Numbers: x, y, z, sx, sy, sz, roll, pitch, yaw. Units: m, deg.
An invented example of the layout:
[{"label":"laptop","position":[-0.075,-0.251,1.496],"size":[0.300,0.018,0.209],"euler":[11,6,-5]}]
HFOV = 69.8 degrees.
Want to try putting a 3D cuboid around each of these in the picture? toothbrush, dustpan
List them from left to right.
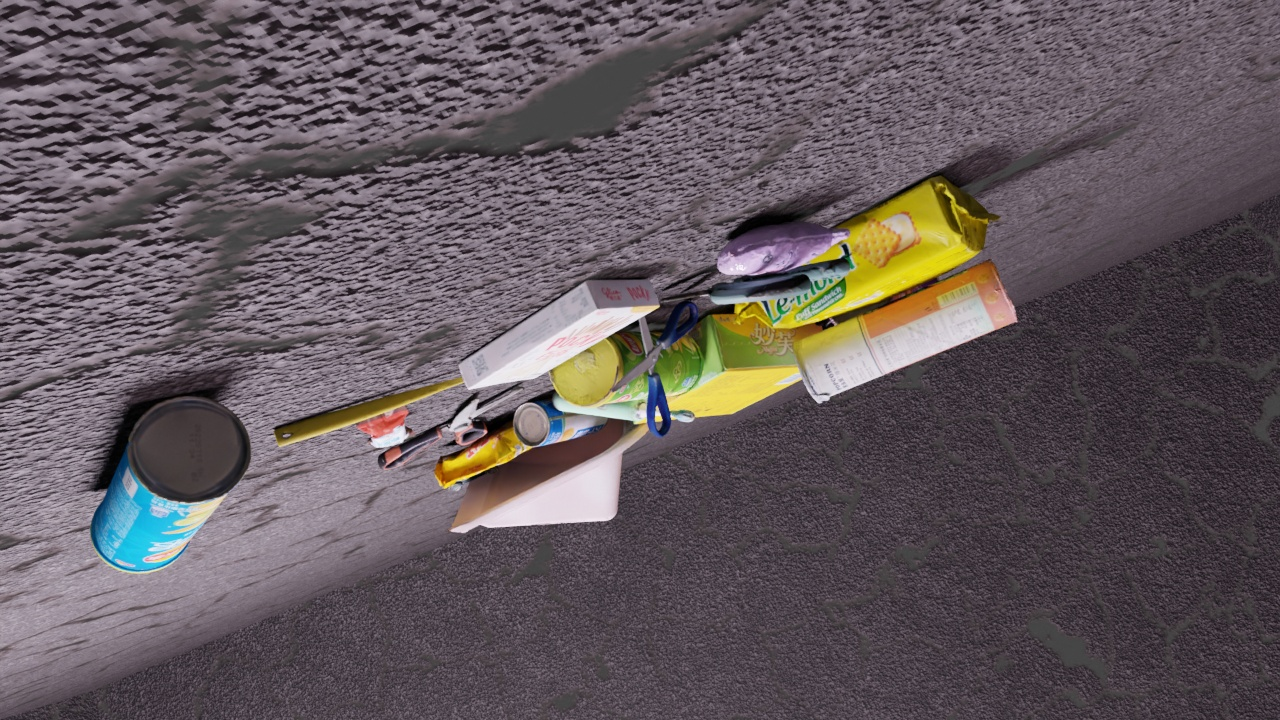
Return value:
[{"label":"toothbrush","position":[-0.209,0.036,0.772],"size":[0.189,0.015,0.017],"euler":[-19,176,-23]},{"label":"dustpan","position":[-0.110,0.115,1.216],"size":[0.273,0.139,0.222],"euler":[0,-162,-3]},{"label":"toothbrush","position":[-0.021,0.051,0.989],"size":[0.027,0.026,0.225],"euler":[17,172,-40]}]

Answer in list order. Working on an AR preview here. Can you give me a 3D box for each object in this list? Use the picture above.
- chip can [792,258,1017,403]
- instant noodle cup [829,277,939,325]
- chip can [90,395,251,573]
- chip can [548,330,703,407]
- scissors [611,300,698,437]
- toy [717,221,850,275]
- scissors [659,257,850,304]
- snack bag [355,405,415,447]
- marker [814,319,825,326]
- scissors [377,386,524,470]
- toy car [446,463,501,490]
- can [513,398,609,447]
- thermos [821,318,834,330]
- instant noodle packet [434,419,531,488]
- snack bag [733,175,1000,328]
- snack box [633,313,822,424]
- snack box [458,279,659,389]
[{"label":"chip can","position":[0.268,-0.029,0.939],"size":[0.215,0.071,0.071],"euler":[-24,171,20]},{"label":"instant noodle cup","position":[0.265,-0.072,1.029],"size":[0.099,0.111,0.112],"euler":[2,155,-47]},{"label":"chip can","position":[-0.330,0.092,0.636],"size":[0.071,0.071,0.211],"euler":[-15,167,-40]},{"label":"chip can","position":[-0.005,0.005,0.904],"size":[0.073,0.072,0.221],"euler":[-27,170,23]},{"label":"scissors","position":[0.016,-0.004,0.842],"size":[0.012,0.173,0.162],"euler":[12,-131,25]},{"label":"toy","position":[0.106,-0.089,0.740],"size":[0.107,0.039,0.084],"euler":[-16,177,-42]},{"label":"scissors","position":[0.100,-0.063,0.773],"size":[0.170,0.019,0.181],"euler":[-10,-171,2]},{"label":"snack bag","position":[-0.230,0.062,0.833],"size":[0.048,0.026,0.104],"euler":[-14,170,-12]},{"label":"marker","position":[0.206,-0.062,1.053],"size":[0.015,0.018,0.123],"euler":[-51,-177,25]},{"label":"scissors","position":[-0.208,0.076,1.009],"size":[0.189,0.015,0.226],"euler":[-22,170,-4]},{"label":"toy car","position":[-0.229,0.139,1.231],"size":[0.090,0.043,0.034],"euler":[-26,144,1]},{"label":"can","position":[-0.093,0.071,1.120],"size":[0.053,0.053,0.134],"euler":[-28,169,29]},{"label":"thermos","position":[0.247,-0.040,1.240],"size":[0.090,0.068,0.242],"euler":[-21,172,21]},{"label":"instant noodle packet","position":[-0.182,0.109,1.133],"size":[0.129,0.044,0.110],"euler":[-25,-175,32]},{"label":"snack bag","position":[0.219,-0.093,0.897],"size":[0.247,0.068,0.157],"euler":[-26,170,28]},{"label":"snack box","position":[0.096,0.010,1.090],"size":[0.157,0.070,0.211],"euler":[-4,163,-31]},{"label":"snack box","position":[-0.068,-0.021,0.752],"size":[0.157,0.027,0.084],"euler":[-28,169,34]}]
